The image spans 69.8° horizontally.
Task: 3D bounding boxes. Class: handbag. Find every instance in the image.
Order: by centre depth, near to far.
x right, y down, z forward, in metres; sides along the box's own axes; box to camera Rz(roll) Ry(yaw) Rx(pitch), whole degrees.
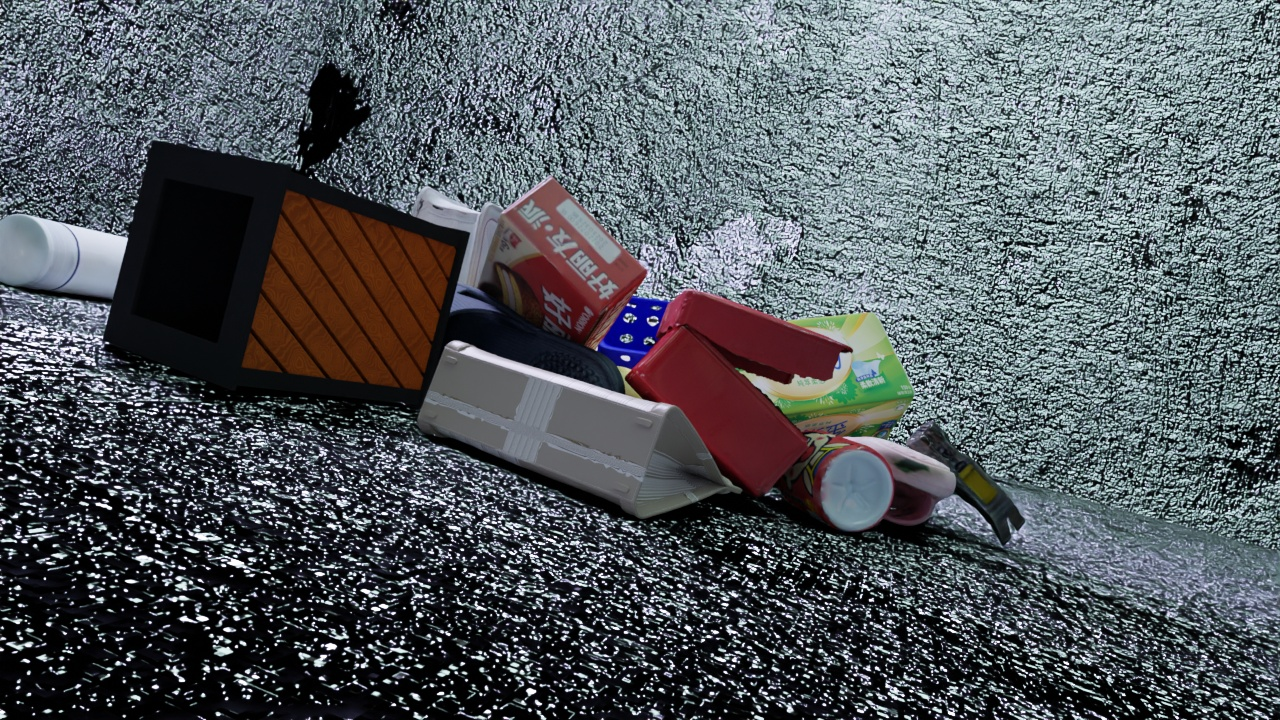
[{"bbox_3d":[-0.012,0.060,0.602,0.176,0.062,0.197,15,-8,36],"label":"handbag"},{"bbox_3d":[-0.207,-0.077,0.988,0.096,0.198,0.142,13,0,6],"label":"handbag"}]

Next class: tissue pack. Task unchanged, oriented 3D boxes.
[{"bbox_3d":[0.135,0.044,0.870,0.197,0.120,0.142,-2,-36,-11],"label":"tissue pack"}]

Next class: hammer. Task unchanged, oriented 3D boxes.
[{"bbox_3d":[0.276,0.117,0.915,0.130,0.032,0.319,43,-5,2],"label":"hammer"}]

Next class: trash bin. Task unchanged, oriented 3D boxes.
[{"bbox_3d":[-0.246,-0.055,0.659,0.140,0.139,0.171,15,1,29],"label":"trash bin"}]

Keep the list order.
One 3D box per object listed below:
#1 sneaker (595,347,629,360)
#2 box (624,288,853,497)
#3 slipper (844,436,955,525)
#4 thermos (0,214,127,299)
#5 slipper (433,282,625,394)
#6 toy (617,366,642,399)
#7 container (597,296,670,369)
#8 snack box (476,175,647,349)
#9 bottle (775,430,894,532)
[{"bbox_3d":[-0.048,0.016,1.177,0.102,0.089,0.242,5,9,-26],"label":"sneaker"},{"bbox_3d":[0.055,0.023,0.671,0.137,0.127,0.157,25,-2,-1],"label":"box"},{"bbox_3d":[0.203,0.103,0.766,0.107,0.055,0.222,23,-9,7],"label":"slipper"},{"bbox_3d":[-0.534,-0.094,0.923,0.068,0.068,0.230,15,0,9],"label":"thermos"},{"bbox_3d":[-0.133,0.002,0.759,0.264,0.101,0.082,22,12,34],"label":"slipper"},{"bbox_3d":[-0.026,0.043,0.839,0.155,0.064,0.170,-1,-12,29],"label":"toy"},{"bbox_3d":[-0.006,0.005,0.939,0.085,0.114,0.084,7,44,-2],"label":"container"},{"bbox_3d":[-0.083,-0.052,0.814,0.113,0.060,0.237,45,-26,2],"label":"snack box"},{"bbox_3d":[0.132,0.083,0.686,0.062,0.062,0.137,14,0,-15],"label":"bottle"}]
